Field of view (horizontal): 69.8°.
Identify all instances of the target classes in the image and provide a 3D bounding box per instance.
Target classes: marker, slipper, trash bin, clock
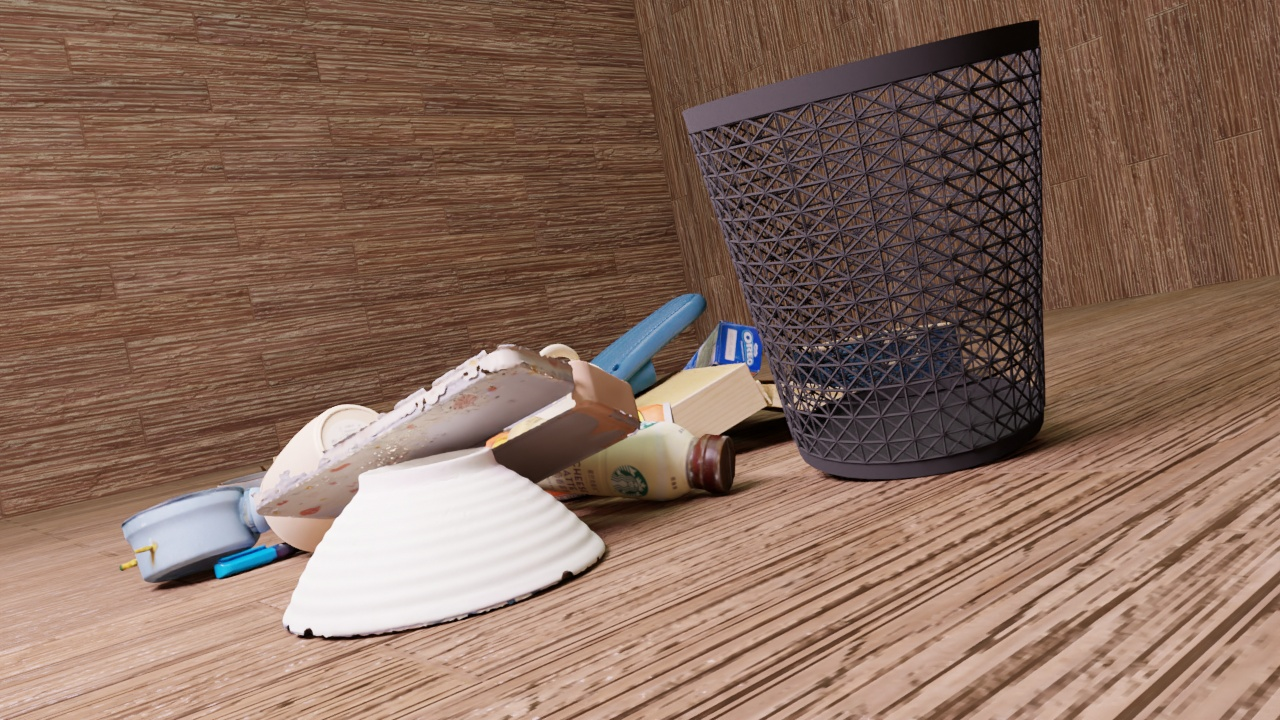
[{"bbox_3d":[-0.277,0.147,0.728,0.018,0.015,0.122,-15,-2,41],"label":"marker"},{"bbox_3d":[-0.006,0.006,0.995,0.213,0.059,0.104,-42,13,-7],"label":"slipper"},{"bbox_3d":[0.161,-0.067,0.601,0.217,0.243,0.216,-13,12,3],"label":"trash bin"},{"bbox_3d":[-0.336,0.132,0.717,0.124,0.051,0.089,-13,-14,-43],"label":"clock"}]

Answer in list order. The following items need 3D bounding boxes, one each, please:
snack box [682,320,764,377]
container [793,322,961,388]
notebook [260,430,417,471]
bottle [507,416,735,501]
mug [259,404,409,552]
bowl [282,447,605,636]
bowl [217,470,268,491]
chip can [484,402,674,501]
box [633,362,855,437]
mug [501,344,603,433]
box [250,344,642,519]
[{"bbox_3d":[0.091,0.016,1.127,0.059,0.059,0.227,12,-19,-6],"label":"snack box"},{"bbox_3d":[0.281,0.006,1.115,0.145,0.071,0.187,-11,0,-8],"label":"container"},{"bbox_3d":[-0.332,0.121,1.131,0.215,0.034,0.190,-11,-15,-2],"label":"notebook"},{"bbox_3d":[-0.015,0.070,0.656,0.162,0.056,0.056,1,5,23],"label":"bottle"},{"bbox_3d":[-0.221,0.081,0.703,0.111,0.085,0.105,-23,-17,-47],"label":"mug"},{"bbox_3d":[-0.113,0.090,0.512,0.177,0.071,0.177,-11,0,0],"label":"bowl"},{"bbox_3d":[-0.361,0.139,0.971,0.151,0.057,0.150,-12,0,0],"label":"bowl"},{"bbox_3d":[-0.074,0.083,0.743,0.210,0.062,0.062,-11,1,3],"label":"chip can"},{"bbox_3d":[0.084,0.048,0.923,0.260,0.096,0.247,-5,0,-13],"label":"box"},{"bbox_3d":[-0.073,0.038,0.831,0.081,0.122,0.097,17,48,38],"label":"mug"},{"bbox_3d":[-0.122,0.056,0.586,0.217,0.042,0.148,-28,-35,22],"label":"box"}]
